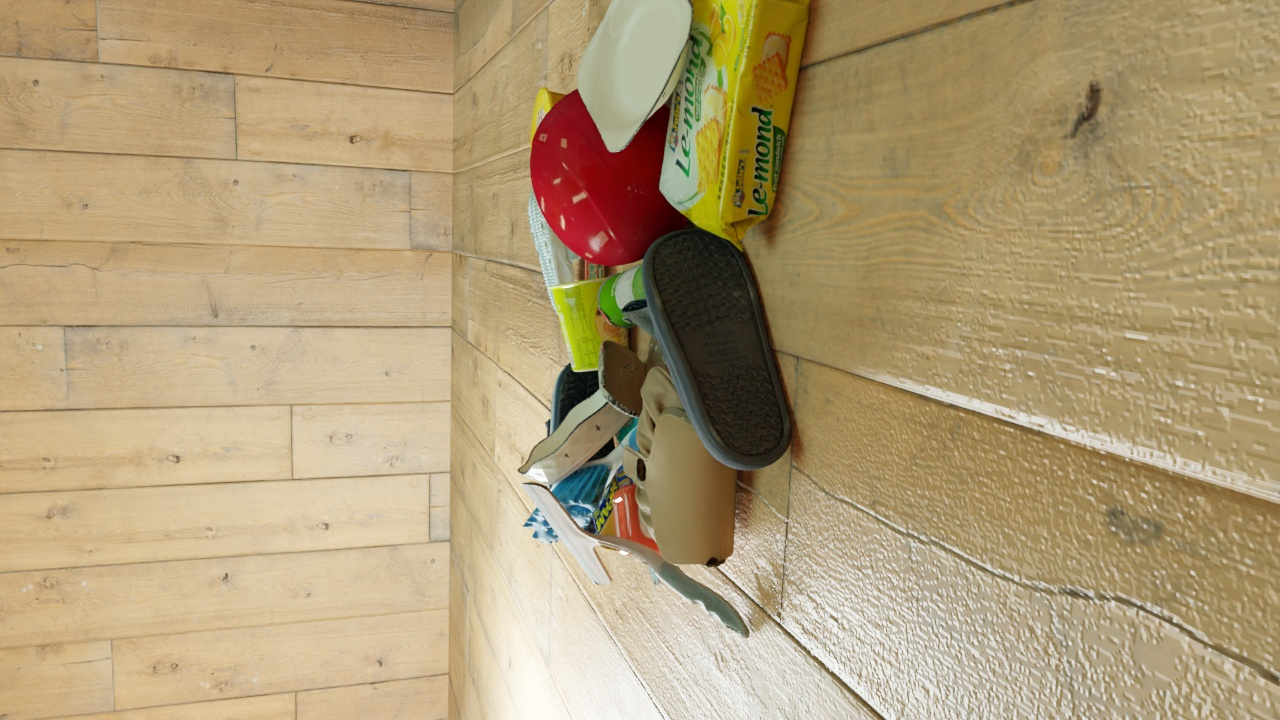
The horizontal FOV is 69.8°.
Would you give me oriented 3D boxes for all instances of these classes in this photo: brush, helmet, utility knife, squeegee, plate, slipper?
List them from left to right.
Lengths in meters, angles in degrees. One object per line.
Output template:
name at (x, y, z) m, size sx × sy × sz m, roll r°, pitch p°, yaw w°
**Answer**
slipper at (-0.121, -0.171, 1.473) m, size 0.104 × 0.074 × 0.245 m, roll -144°, pitch 39°, yaw -65°
slipper at (-0.092, 0.128, 1.336) m, size 0.095 × 0.105 × 0.252 m, roll 155°, pitch 112°, yaw -71°
plate at (-0.070, 0.086, 1.193) m, size 0.045 × 0.204 × 0.205 m, roll 48°, pitch 160°, yaw -6°
helmet at (-0.049, -0.199, 1.044) m, size 0.207 × 0.143 × 0.241 m, roll 50°, pitch 145°, yaw 17°
brush at (-0.043, 0.135, 1.124) m, size 0.316 × 0.060 × 0.109 m, roll -38°, pitch 17°, yaw 49°
utility knife at (-0.008, 0.078, 1.232) m, size 0.183 × 0.013 × 0.029 m, roll 130°, pitch 136°, yaw -62°
utility knife at (-0.005, 0.222, 1.225) m, size 0.201 × 0.015 × 0.033 m, roll -113°, pitch 27°, yaw -48°
plate at (0.000, -0.300, 0.903) m, size 0.164 × 0.034 × 0.164 m, roll -55°, pitch 43°, yaw 34°
squeegee at (0.016, 0.226, 0.981) m, size 0.250 × 0.040 × 0.248 m, roll 21°, pitch 152°, yaw 32°
slipper at (0.063, -0.007, 0.882) m, size 0.083 × 0.110 × 0.267 m, roll 113°, pitch 147°, yaw -56°

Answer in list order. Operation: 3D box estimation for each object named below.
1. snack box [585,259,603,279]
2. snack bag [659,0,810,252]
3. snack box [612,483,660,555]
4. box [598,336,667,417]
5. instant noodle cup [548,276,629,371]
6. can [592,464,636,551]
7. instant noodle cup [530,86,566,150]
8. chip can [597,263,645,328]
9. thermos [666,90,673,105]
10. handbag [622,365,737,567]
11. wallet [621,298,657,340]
snack box at (-0.067, -0.144, 1.348) m, size 0.077 × 0.027 × 0.156 m, roll -128°, pitch 39°, yaw -87°
snack bag at (0.086, -0.241, 0.861) m, size 0.158 × 0.068 × 0.247 m, roll -127°, pitch 42°, yaw -58°
snack box at (0.013, 0.184, 1.071) m, size 0.082 × 0.080 × 0.091 m, roll 134°, pitch 132°, yaw -64°
box at (-0.007, 0.007, 1.083) m, size 0.162 × 0.086 × 0.076 m, roll -99°, pitch 17°, yaw -61°
instant noodle cup at (-0.061, -0.049, 1.258) m, size 0.112 × 0.111 × 0.123 m, roll -176°, pitch 77°, yaw -71°
can at (-0.025, 0.183, 1.197) m, size 0.102 × 0.057 × 0.083 m, roll -63°, pitch 27°, yaw 25°
instant noodle cup at (-0.091, -0.315, 1.311) m, size 0.138 × 0.109 × 0.138 m, roll 179°, pitch 90°, yaw -71°
chip can at (0.016, -0.083, 1.064) m, size 0.236 × 0.072 × 0.072 m, roll 170°, pitch 98°, yaw -71°
thermos at (0.003, -0.278, 1.103) m, size 0.225 × 0.073 × 0.073 m, roll 110°, pitch 153°, yaw -46°
handbag at (0.043, 0.109, 0.951) m, size 0.148 × 0.099 × 0.205 m, roll -141°, pitch 48°, yaw -63°
wallet at (0.037, -0.033, 0.990) m, size 0.019 × 0.097 × 0.121 m, roll -57°, pitch 16°, yaw -11°
